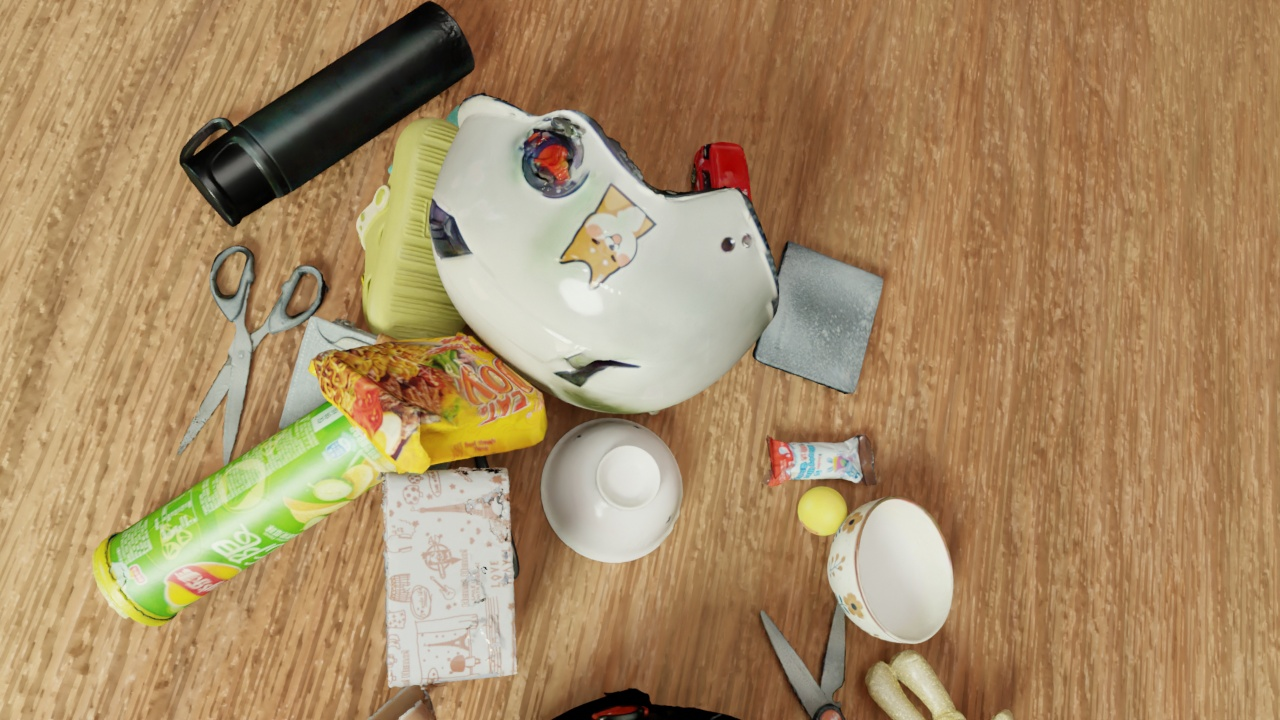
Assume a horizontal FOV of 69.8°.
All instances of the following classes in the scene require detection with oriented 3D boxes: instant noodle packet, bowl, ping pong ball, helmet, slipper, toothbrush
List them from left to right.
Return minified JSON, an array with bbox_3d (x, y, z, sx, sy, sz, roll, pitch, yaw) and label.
[{"bbox_3d":[-0.180,-0.097,0.735,0.091,0.082,0.190,13,82,-46],"label":"slipper"},{"bbox_3d":[-0.130,0.022,0.597,0.111,0.044,0.128,39,28,26],"label":"instant noodle packet"},{"bbox_3d":[-0.124,0.084,0.725,0.015,0.018,0.181,-13,79,-20],"label":"toothbrush"},{"bbox_3d":[-0.046,-0.054,0.661,0.274,0.230,0.156,27,75,4],"label":"helmet"},{"bbox_3d":[-0.016,0.096,0.720,0.118,0.065,0.118,3,74,-11],"label":"bowl"},{"bbox_3d":[-0.011,0.340,0.567,0.275,0.229,0.233,-25,79,21],"label":"helmet"},{"bbox_3d":[0.151,0.125,0.762,0.040,0.040,0.040,3,74,-12],"label":"ping pong ball"},{"bbox_3d":[0.193,0.169,0.740,0.113,0.062,0.113,10,71,-31],"label":"bowl"}]

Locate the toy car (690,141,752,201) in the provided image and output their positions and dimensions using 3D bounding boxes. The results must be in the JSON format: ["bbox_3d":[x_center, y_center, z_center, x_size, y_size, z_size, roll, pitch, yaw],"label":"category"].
[{"bbox_3d":[0.075,-0.139,0.818,0.053,0.045,0.120,-2,77,-12],"label":"toy car"}]

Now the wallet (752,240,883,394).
[{"bbox_3d":[0.160,-0.038,0.823,0.097,0.019,0.120,20,73,-5],"label":"wallet"}]

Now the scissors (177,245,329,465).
[{"bbox_3d":[-0.310,-0.011,0.713,0.162,0.014,0.166,-32,85,-16],"label":"scissors"}]

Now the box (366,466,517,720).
[{"bbox_3d":[-0.157,0.199,0.599,0.130,0.179,0.272,25,70,-7],"label":"box"}]

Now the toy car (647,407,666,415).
[{"bbox_3d":[-0.005,0.004,0.764,0.042,0.035,0.090,-33,70,-22],"label":"toy car"}]

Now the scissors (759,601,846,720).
[{"bbox_3d":[0.150,0.309,0.720,0.221,0.022,0.224,42,69,0],"label":"scissors"}]

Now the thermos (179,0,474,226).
[{"bbox_3d":[-0.258,-0.210,0.750,0.242,0.068,0.090,-40,75,-19],"label":"thermos"}]

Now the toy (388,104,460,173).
[{"bbox_3d":[-0.153,-0.174,0.783,0.096,0.030,0.091,25,73,-11],"label":"toy"}]

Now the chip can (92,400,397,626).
[{"bbox_3d":[-0.256,0.094,0.630,0.221,0.072,0.072,-33,84,-1],"label":"chip can"}]

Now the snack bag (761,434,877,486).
[{"bbox_3d":[0.151,0.086,0.781,0.105,0.026,0.045,1,71,-15],"label":"snack bag"}]

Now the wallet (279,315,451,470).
[{"bbox_3d":[-0.195,0.030,0.686,0.129,0.037,0.107,21,114,-6],"label":"wallet"}]

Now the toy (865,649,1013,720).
[{"bbox_3d":[0.240,0.299,0.720,0.105,0.066,0.157,-37,87,-6],"label":"toy"}]
